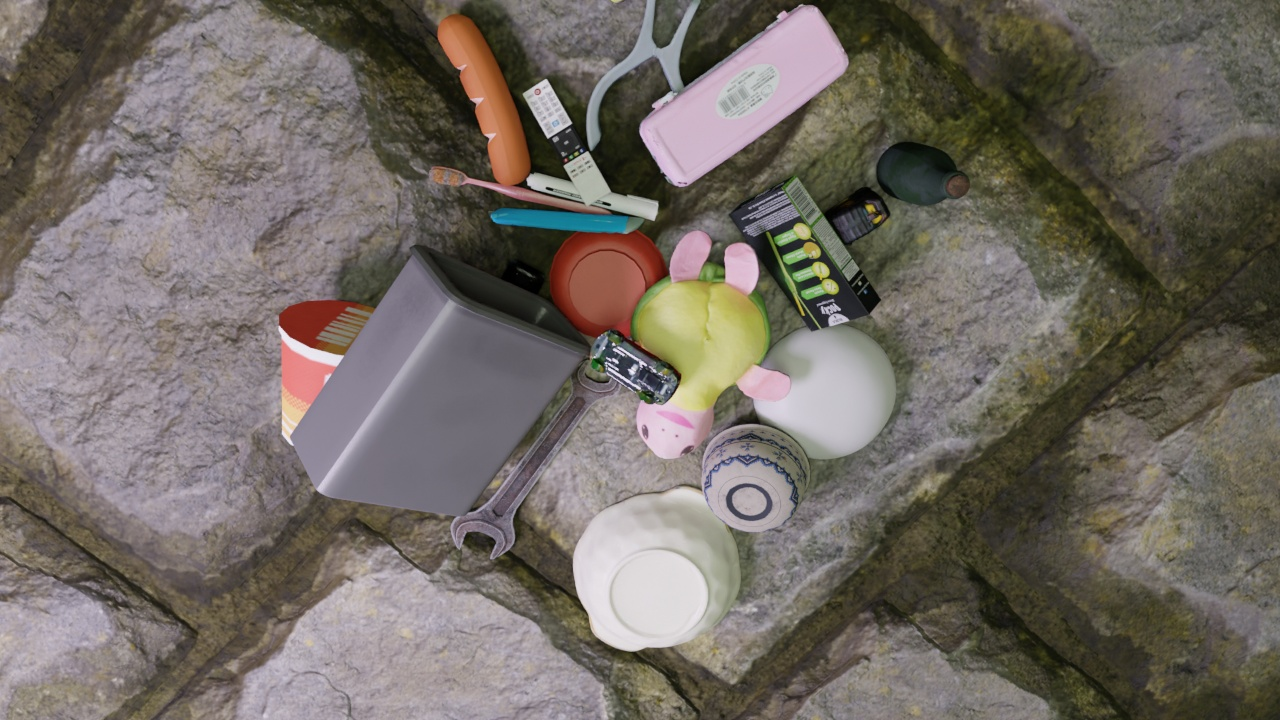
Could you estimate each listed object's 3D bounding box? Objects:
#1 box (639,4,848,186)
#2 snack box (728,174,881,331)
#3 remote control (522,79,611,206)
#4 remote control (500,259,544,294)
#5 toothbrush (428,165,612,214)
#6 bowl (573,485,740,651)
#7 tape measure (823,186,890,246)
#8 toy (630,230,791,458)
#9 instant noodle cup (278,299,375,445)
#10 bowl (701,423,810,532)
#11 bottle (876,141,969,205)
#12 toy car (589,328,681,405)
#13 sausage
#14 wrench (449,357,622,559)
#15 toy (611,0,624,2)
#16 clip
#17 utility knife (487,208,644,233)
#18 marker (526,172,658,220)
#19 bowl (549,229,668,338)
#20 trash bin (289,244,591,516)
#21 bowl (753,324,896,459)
[{"bbox_3d":[0.094,-0.247,0.856,0.202,0.044,0.086,-36,105,2],"label":"box"},{"bbox_3d":[0.159,-0.101,0.891,0.025,0.080,0.147,-45,104,-31],"label":"snack box"},{"bbox_3d":[-0.071,-0.210,0.888,0.028,0.011,0.124,-29,93,8],"label":"remote control"},{"bbox_3d":[-0.148,-0.032,0.947,0.041,0.020,0.152,27,107,-8],"label":"remote control"},{"bbox_3d":[-0.118,-0.165,0.911,0.184,0.015,0.015,13,112,-4],"label":"toothbrush"},{"bbox_3d":[0.018,0.243,1.004,0.188,0.060,0.219,28,104,-7],"label":"bowl"},{"bbox_3d":[0.206,-0.135,0.885,0.063,0.067,0.038,-30,103,9],"label":"tape measure"},{"bbox_3d":[0.056,-0.009,0.915,0.190,0.087,0.238,9,109,-6],"label":"toy"},{"bbox_3d":[-0.304,0.021,0.920,0.123,0.123,0.121,16,113,-3],"label":"instant noodle cup"},{"bbox_3d":[0.116,0.129,0.951,0.115,0.059,0.116,7,120,11],"label":"bowl"},{"bbox_3d":[0.257,-0.164,0.820,0.055,0.174,0.055,0,106,1],"label":"bottle"},{"bbox_3d":[-0.005,0.005,0.867,0.091,0.036,0.042,30,108,4],"label":"toy car"},{"bbox_3d":[-0.145,-0.248,0.874,0.044,0.039,0.164,-20,105,4],"label":"sausage"},{"bbox_3d":[-0.113,0.109,0.993,0.070,0.010,0.274,35,104,-9],"label":"wrench"},{"bbox_3d":[-0.024,-0.389,0.828,0.092,0.046,0.115,-35,96,9],"label":"toy"},{"bbox_3d":[-0.019,-0.272,0.871,0.143,0.029,0.172,7,105,-3],"label":"clip"},{"bbox_3d":[-0.076,-0.138,0.907,0.158,0.031,0.015,7,129,6],"label":"utility knife"},{"bbox_3d":[-0.047,-0.164,0.907,0.133,0.017,0.020,14,125,-3],"label":"marker"},{"bbox_3d":[-0.032,-0.076,0.924,0.122,0.035,0.122,0,106,1],"label":"bowl"},{"bbox_3d":[-0.185,0.028,0.865,0.220,0.097,0.191,-52,142,12],"label":"trash bin"},{"bbox_3d":[0.193,0.039,0.948,0.149,0.043,0.150,0,106,1],"label":"bowl"}]
